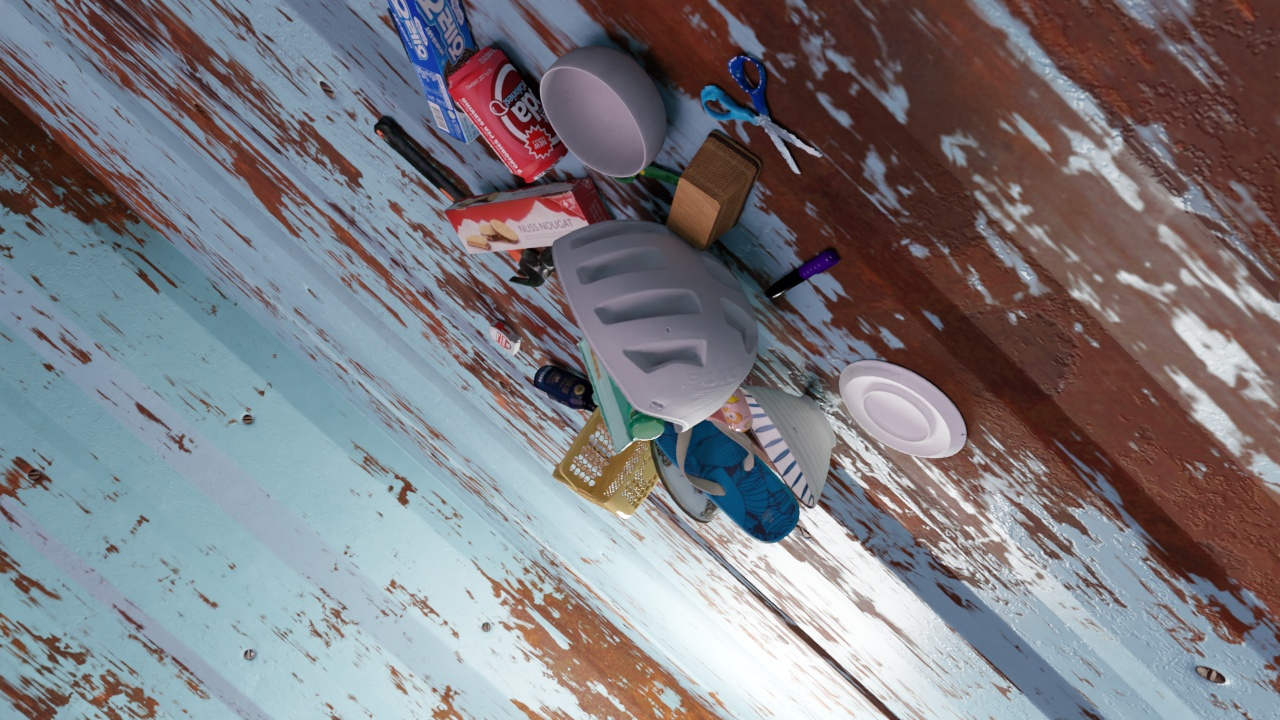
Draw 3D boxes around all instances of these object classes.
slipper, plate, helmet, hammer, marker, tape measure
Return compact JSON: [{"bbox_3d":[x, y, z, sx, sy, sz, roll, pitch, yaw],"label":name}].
[{"bbox_3d":[0.070,0.035,1.179,0.197,0.081,0.093,50,168,47],"label":"slipper"},{"bbox_3d":[0.292,0.060,1.041,0.157,0.014,0.157,33,155,18],"label":"plate"},{"bbox_3d":[0.011,-0.047,0.999,0.282,0.184,0.224,21,-146,-43],"label":"helmet"},{"bbox_3d":[0.098,0.125,1.245,0.295,0.118,0.060,51,-164,14],"label":"slipper"},{"bbox_3d":[-0.257,-0.231,1.328,0.333,0.033,0.133,43,157,-4],"label":"hammer"},{"bbox_3d":[0.168,-0.088,0.969,0.018,0.015,0.134,17,161,-17],"label":"marker"},{"bbox_3d":[-0.240,-0.042,1.631,0.062,0.020,0.060,39,156,4],"label":"tape measure"}]

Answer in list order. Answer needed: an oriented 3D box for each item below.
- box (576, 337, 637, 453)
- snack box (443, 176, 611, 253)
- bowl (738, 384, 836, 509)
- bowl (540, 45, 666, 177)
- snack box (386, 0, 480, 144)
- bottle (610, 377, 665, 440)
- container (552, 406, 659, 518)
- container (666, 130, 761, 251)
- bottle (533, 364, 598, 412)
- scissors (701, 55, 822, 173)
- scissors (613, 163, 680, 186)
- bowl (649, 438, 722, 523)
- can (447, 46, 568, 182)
[{"bbox_3d":[-0.041,0.034,1.346,0.136,0.033,0.186,129,125,-67],"label":"box"},{"bbox_3d":[-0.153,-0.185,1.194,0.273,0.044,0.077,3,131,45],"label":"snack box"},{"bbox_3d":[0.194,0.091,1.139,0.177,0.071,0.177,59,175,7],"label":"bowl"},{"bbox_3d":[-0.029,-0.253,0.911,0.132,0.064,0.132,32,155,17],"label":"bowl"},{"bbox_3d":[-0.226,-0.353,1.038,0.059,0.059,0.227,31,154,29],"label":"snack box"},{"bbox_3d":[-0.007,0.007,1.172,0.068,0.068,0.209,72,-176,-50],"label":"bottle"},{"bbox_3d":[-0.041,0.138,1.455,0.129,0.183,0.167,20,156,38],"label":"container"},{"bbox_3d":[0.069,-0.165,0.924,0.063,0.061,0.114,37,156,9],"label":"container"},{"bbox_3d":[-0.113,0.054,1.569,0.161,0.056,0.056,22,150,35],"label":"bottle"},{"bbox_3d":[0.114,-0.221,0.823,0.133,0.015,0.104,36,155,6],"label":"scissors"},{"bbox_3d":[0.002,-0.215,0.999,0.131,0.014,0.070,23,151,36],"label":"scissors"},{"bbox_3d":[0.099,0.147,1.349,0.094,0.159,0.160,-32,111,23],"label":"bowl"},{"bbox_3d":[-0.149,-0.276,1.033,0.142,0.074,0.075,51,154,-23],"label":"can"}]
